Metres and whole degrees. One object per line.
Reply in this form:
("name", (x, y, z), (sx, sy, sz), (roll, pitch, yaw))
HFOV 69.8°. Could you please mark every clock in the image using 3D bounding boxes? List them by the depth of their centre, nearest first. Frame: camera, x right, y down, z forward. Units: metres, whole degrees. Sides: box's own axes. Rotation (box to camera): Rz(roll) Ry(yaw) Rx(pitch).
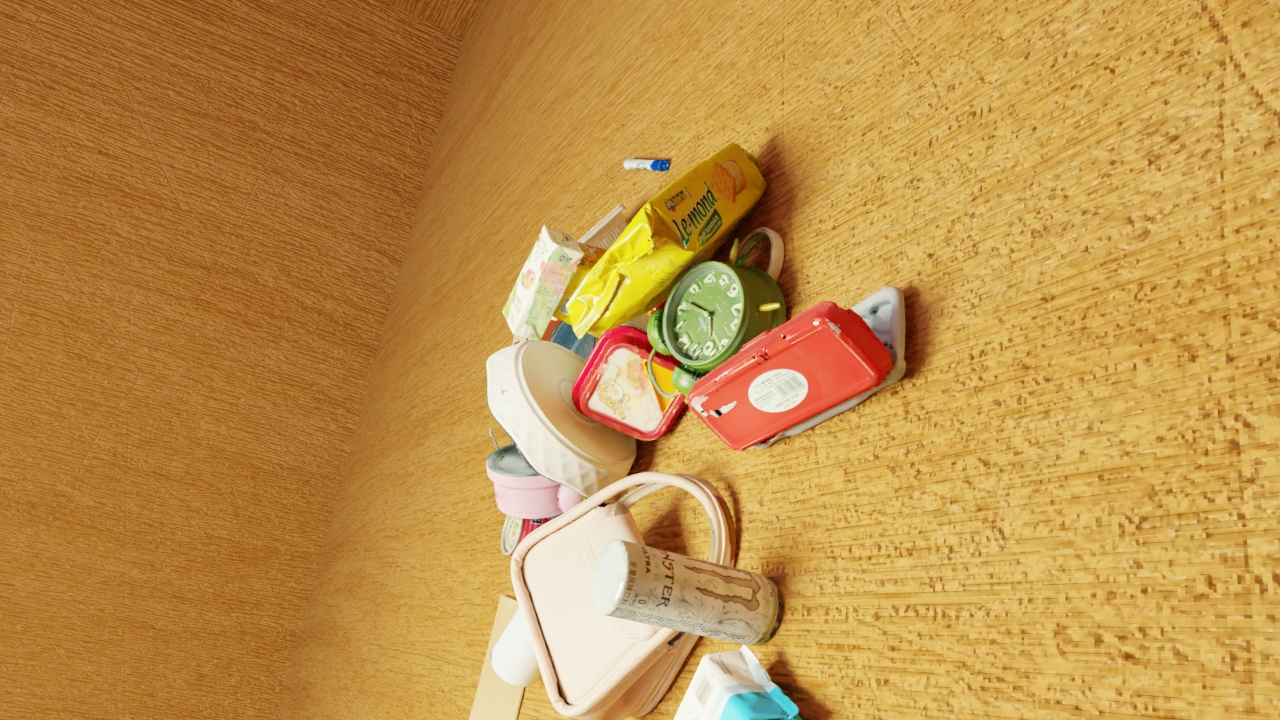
("clock", (0.065, -0.028, 0.881), (0.162, 0.056, 0.116), (-47, 49, 25))
("clock", (-0.099, 0.137, 1.063), (0.117, 0.159, 0.060), (-54, -39, -71))

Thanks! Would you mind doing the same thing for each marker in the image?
("marker", (0.006, -0.275, 1.287), (0.017, 0.017, 0.146), (-69, 24, 4))

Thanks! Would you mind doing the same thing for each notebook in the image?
("notebook", (-0.181, 0.420, 1.190), (0.150, 0.012, 0.211), (-11, 63, 62))

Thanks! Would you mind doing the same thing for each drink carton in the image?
("drink carton", (-0.112, -0.089, 1.060), (0.123, 0.045, 0.053), (-62, 36, 23))

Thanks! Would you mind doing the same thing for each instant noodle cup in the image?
("instant noodle cup", (-0.006, 0.006, 1.005), (0.117, 0.116, 0.124), (-59, 15, 24))
("instant noodle cup", (-0.043, -0.081, 1.118), (0.116, 0.123, 0.116), (-60, 26, 25))
("instant noodle cup", (-0.080, -0.123, 1.236), (0.173, 0.060, 0.138), (-45, 5, -37))

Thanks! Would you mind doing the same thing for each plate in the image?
("plate", (-0.080, 0.057, 1.015), (0.046, 0.205, 0.204), (-42, 34, 21))

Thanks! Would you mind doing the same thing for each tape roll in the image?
("tape roll", (0.114, -0.092, 0.924), (0.086, 0.014, 0.085), (-47, 33, 44))

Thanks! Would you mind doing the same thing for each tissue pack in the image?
("tissue pack", (0.066, 0.294, 0.683), (0.140, 0.063, 0.090), (-67, 22, 7))

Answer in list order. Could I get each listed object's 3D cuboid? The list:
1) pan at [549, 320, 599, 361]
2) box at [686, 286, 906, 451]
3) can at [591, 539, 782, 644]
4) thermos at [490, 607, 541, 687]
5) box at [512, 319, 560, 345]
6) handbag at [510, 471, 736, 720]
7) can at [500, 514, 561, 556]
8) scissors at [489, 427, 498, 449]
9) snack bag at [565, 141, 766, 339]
("pan", (-0.115, 0.087, 1.208), (0.198, 0.078, 0.356), (-36, 41, 53))
("box", (0.135, 0.003, 0.758), (0.097, 0.095, 0.202), (-49, 7, -36))
("can", (0.037, 0.184, 0.724), (0.058, 0.146, 0.058), (-47, 33, 44))
("thermos", (-0.096, 0.276, 1.043), (0.225, 0.073, 0.073), (-59, 26, 25))
("box", (-0.136, -0.065, 1.387), (0.091, 0.077, 0.168), (20, 98, 65))
("handbag", (-0.006, 0.203, 0.864), (0.235, 0.093, 0.193), (-47, 49, 20))
("can", (-0.111, 0.210, 1.089), (0.067, 0.093, 0.066), (-47, 33, 44))
("scissors", (-0.172, 0.172, 1.250), (0.162, 0.012, 0.174), (93, 155, -87))
("snack bag", (0.034, -0.121, 0.932), (0.245, 0.068, 0.158), (-42, -5, -48))
